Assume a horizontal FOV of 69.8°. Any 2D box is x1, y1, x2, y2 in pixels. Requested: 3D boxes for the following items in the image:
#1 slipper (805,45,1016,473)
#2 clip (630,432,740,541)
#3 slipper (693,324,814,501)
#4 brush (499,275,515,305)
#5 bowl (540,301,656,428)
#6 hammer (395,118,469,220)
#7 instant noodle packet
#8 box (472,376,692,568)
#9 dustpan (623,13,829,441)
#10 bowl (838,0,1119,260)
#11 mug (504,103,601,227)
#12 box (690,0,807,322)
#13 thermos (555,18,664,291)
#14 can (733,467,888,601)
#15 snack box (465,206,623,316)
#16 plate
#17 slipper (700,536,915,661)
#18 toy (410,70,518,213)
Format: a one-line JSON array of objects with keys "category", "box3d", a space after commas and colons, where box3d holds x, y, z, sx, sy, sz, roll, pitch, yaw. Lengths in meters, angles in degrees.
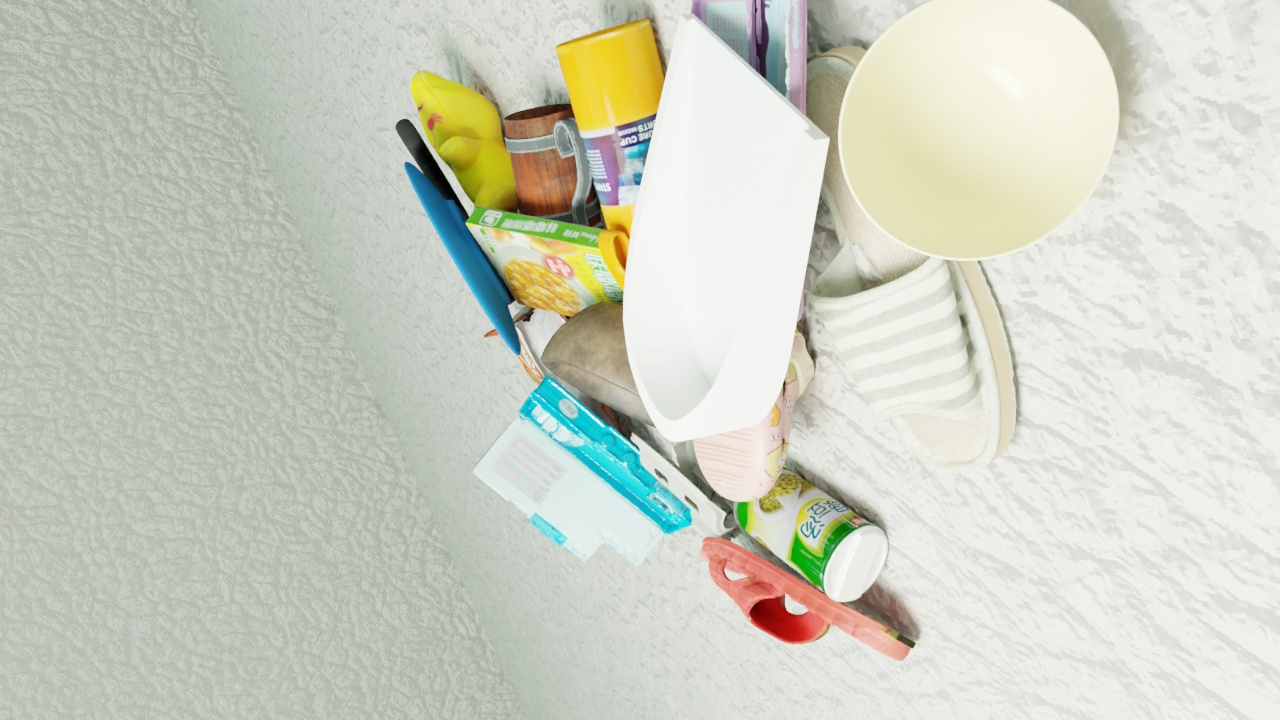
[{"category": "slipper", "box3d": [0.150, -0.054, 0.560, 0.115, 0.053, 0.272, -5, 107, 61]}, {"category": "clip", "box3d": [0.071, 0.120, 0.914, 0.126, 0.105, 0.151, 42, -179, 43]}, {"category": "slipper", "box3d": [0.098, 0.011, 0.711, 0.093, 0.081, 0.197, 12, 101, 59]}, {"category": "brush", "box3d": [-0.116, -0.110, 1.022, 0.042, 0.082, 0.174, 29, 162, -16]}, {"category": "bowl", "box3d": [-0.005, 0.005, 0.844, 0.162, 0.070, 0.162, 26, 170, 5]}, {"category": "hammer", "box3d": [-0.217, -0.177, 1.091, 0.127, 0.029, 0.324, 56, 175, 20]}, {"category": "instant noodle packet", "box3d": [-0.087, 0.028, 1.130, 0.221, 0.083, 0.164, 54, 164, -8]}, {"category": "box", "box3d": [-0.056, 0.133, 1.051, 0.227, 0.086, 0.169, 40, 121, -2]}, {"category": "dustpan", "box3d": [0.035, -0.066, 0.610, 0.191, 0.053, 0.258, -118, 23, -47]}, {"category": "bowl", "box3d": [0.157, -0.112, 0.443, 0.118, 0.118, 0.073, 67, -161, -9]}, {"category": "mug", "box3d": [-0.077, -0.178, 0.868, 0.117, 0.081, 0.111, 28, 135, 54]}, {"category": "box", "box3d": [0.074, -0.140, 0.589, 0.151, 0.040, 0.214, -124, 28, -63]}, {"category": "thermos", "box3d": [-0.007, -0.144, 0.739, 0.076, 0.091, 0.233, -135, 27, -65]}, {"category": "can", "box3d": [0.139, 0.140, 0.759, 0.121, 0.067, 0.067, 33, 142, 50]}, {"category": "snack box", "box3d": [-0.070, -0.084, 0.876, 0.168, 0.027, 0.132, 14, 153, 26]}, {"category": "plate", "box3d": [-0.172, -0.108, 0.940, 0.224, 0.024, 0.224, 60, 177, 4]}, {"category": "slipper", "box3d": [0.130, 0.221, 0.822, 0.103, 0.059, 0.249, 33, 170, -31]}, {"category": "toy", "box3d": [-0.178, -0.230, 1.013, 0.193, 0.087, 0.134, 58, 179, 19]}]
